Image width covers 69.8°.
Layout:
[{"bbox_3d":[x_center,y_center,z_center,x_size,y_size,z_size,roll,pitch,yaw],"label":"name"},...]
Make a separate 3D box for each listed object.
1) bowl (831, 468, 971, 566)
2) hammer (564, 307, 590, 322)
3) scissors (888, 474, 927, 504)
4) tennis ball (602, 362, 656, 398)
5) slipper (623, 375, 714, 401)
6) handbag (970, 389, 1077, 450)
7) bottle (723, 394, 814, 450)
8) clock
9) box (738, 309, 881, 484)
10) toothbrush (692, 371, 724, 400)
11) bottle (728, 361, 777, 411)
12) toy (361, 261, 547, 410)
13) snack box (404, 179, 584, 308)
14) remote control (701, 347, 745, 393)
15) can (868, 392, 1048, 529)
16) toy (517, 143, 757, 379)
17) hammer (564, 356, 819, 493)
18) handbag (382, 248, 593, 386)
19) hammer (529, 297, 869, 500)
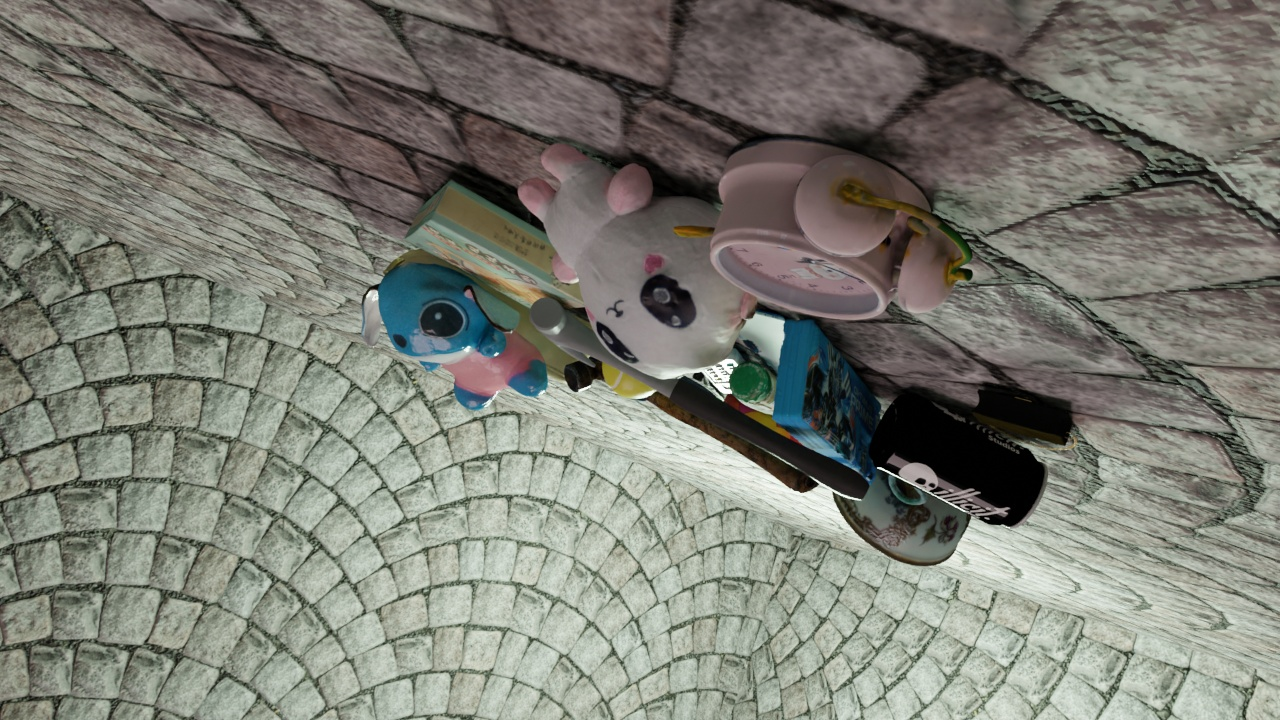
[{"bbox_3d":[0.302,0.134,1.010,0.160,0.159,0.094,22,129,-6],"label":"bowl"},{"bbox_3d":[-0.004,-0.065,0.818,0.133,0.033,0.334,23,169,-7],"label":"hammer"},{"bbox_3d":[0.260,0.098,0.954,0.131,0.112,0.012,12,-168,41],"label":"scissors"},{"bbox_3d":[-0.005,0.005,0.907,0.065,0.065,0.065,20,170,3],"label":"tennis ball"},{"bbox_3d":[0.002,0.025,1.167,0.214,0.059,0.103,23,175,26],"label":"slipper"},{"bbox_3d":[0.343,0.059,0.812,0.084,0.027,0.178,17,175,30],"label":"handbag"},{"bbox_3d":[0.170,0.090,1.231,0.134,0.048,0.071,20,170,6],"label":"bottle"},{"bbox_3d":[0.105,-0.067,0.493,0.116,0.058,0.158,27,168,-33],"label":"clock"},{"bbox_3d":[0.146,0.034,0.871,0.114,0.114,0.243,0,161,28],"label":"box"},{"bbox_3d":[0.091,0.035,1.198,0.014,0.017,0.188,27,174,20],"label":"toothbrush"},{"bbox_3d":[0.131,0.031,0.987,0.043,0.042,0.110,16,177,27],"label":"bottle"},{"bbox_3d":[-0.175,-0.024,0.925,0.225,0.098,0.191,-3,141,39],"label":"toy"},{"bbox_3d":[-0.125,-0.095,0.804,0.141,0.044,0.194,28,173,-19],"label":"snack box"},{"bbox_3d":[0.096,0.008,1.007,0.050,0.022,0.133,-5,162,18],"label":"remote control"},{"bbox_3d":[0.297,0.094,0.865,0.146,0.080,0.080,27,171,3],"label":"can"},{"bbox_3d":[-0.003,-0.069,0.609,0.179,0.101,0.139,40,140,-9],"label":"toy"},{"bbox_3d":[0.059,0.049,0.919,0.119,0.033,0.330,-22,-149,-30],"label":"hammer"},{"bbox_3d":[-0.174,-0.050,1.077,0.232,0.088,0.191,29,171,-40],"label":"handbag"},{"bbox_3d":[0.049,0.036,0.780,0.311,0.029,0.125,28,176,8],"label":"hammer"}]
